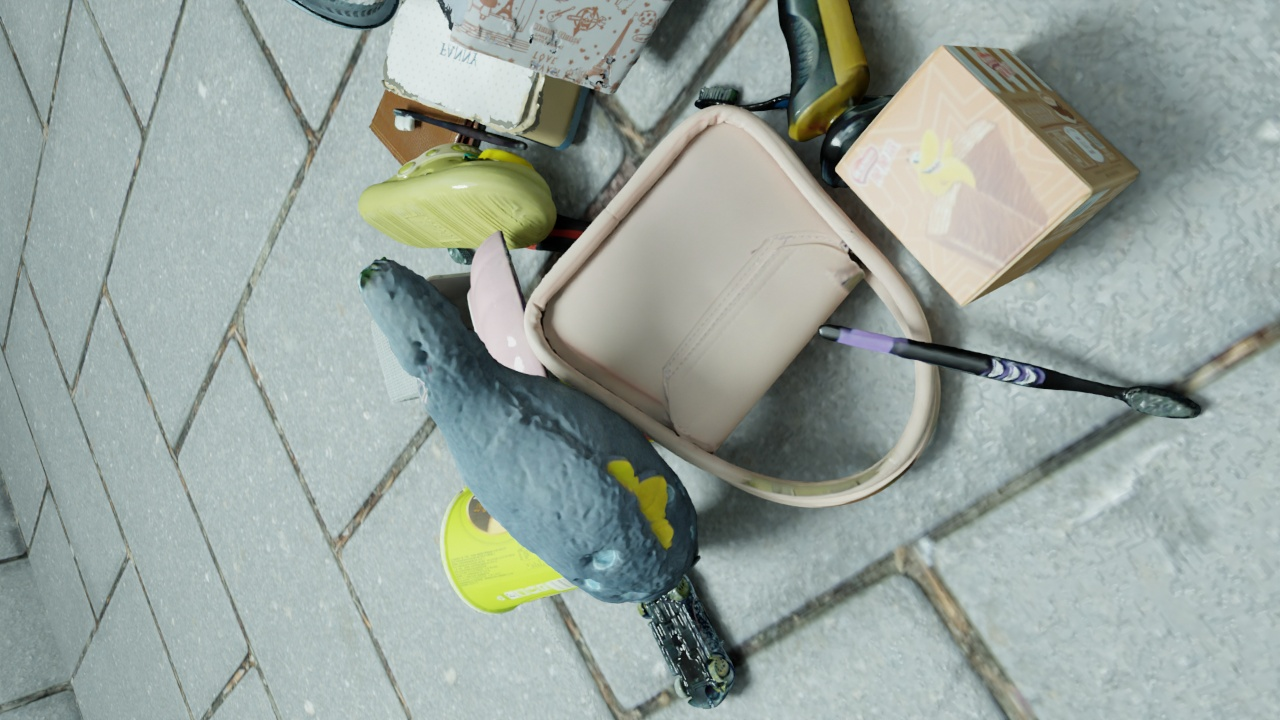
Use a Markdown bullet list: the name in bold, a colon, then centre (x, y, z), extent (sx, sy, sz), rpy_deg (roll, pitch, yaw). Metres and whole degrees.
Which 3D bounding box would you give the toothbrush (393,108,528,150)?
- **toothbrush**: centre (-0.150, -0.186, 0.746), extent (0.181, 0.015, 0.018), rpy_deg (23, 112, 40)

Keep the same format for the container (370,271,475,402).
- **container**: centre (-0.168, -0.016, 0.791), extent (0.115, 0.090, 0.090), rpy_deg (-20, 84, 46)

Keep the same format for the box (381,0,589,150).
- **box**: centre (-0.115, -0.224, 0.703), extent (0.184, 0.061, 0.090), rpy_deg (28, 105, 29)

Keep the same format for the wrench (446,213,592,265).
- **wrench**: centre (-0.070, -0.097, 0.730), extent (0.274, 0.016, 0.056), rpy_deg (11, 102, 42)

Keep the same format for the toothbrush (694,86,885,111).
- **toothbrush**: centre (0.108, -0.158, 0.554), extent (0.190, 0.014, 0.016), rpy_deg (13, 82, 40)

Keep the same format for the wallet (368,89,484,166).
- **wallet**: centre (-0.187, -0.217, 0.810), extent (0.124, 0.032, 0.101), rpy_deg (47, 123, 26)

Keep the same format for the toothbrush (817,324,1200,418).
- **toothbrush**: centre (0.183, 0.004, 0.473), extent (0.189, 0.016, 0.014), rpy_deg (14, 106, 21)

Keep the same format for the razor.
- **razor**: centre (0.107, -0.182, 0.518), extent (0.068, 0.062, 0.167), rpy_deg (-11, 75, 9)

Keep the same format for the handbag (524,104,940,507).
- **handbag**: centre (0.068, -0.014, 0.547), extent (0.234, 0.093, 0.193), rpy_deg (41, 97, 13)

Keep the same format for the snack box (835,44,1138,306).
- **snack box**: centre (0.169, -0.092, 0.448), extent (0.094, 0.092, 0.077), rpy_deg (51, 129, 15)

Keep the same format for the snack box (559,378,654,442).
- **snack box**: centre (-0.004, 0.004, 0.648), extent (0.091, 0.081, 0.080), rpy_deg (49, 117, 24)

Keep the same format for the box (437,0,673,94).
- **box**: centre (-0.056, -0.304, 0.566), extent (0.178, 0.152, 0.182), rpy_deg (-50, 50, 35)

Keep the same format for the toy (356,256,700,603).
- **toy**: centre (-0.035, 0.073, 0.538), extent (0.091, 0.356, 0.138), rpy_deg (-44, 45, -5)

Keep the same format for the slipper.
- **slipper**: centre (-0.147, -0.138, 0.732), extent (0.191, 0.091, 0.081), rpy_deg (1, 69, 36)

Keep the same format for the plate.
- **plate**: centre (-0.090, 0.002, 0.675), extent (0.192, 0.039, 0.192), rpy_deg (161, 91, -84)

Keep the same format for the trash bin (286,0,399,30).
- **trash bin**: centre (-0.201, -0.396, 0.674), extent (0.196, 0.226, 0.226), rpy_deg (-25, 81, 27)

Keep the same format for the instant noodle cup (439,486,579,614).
- **instant noodle cup**: centre (-0.076, 0.140, 0.731), extent (0.124, 0.111, 0.111), rpy_deg (-17, 86, 35)

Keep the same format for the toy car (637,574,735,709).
- **toy car**: centre (0.035, 0.205, 0.681), extent (0.049, 0.031, 0.105), rpy_deg (-41, 69, 41)
